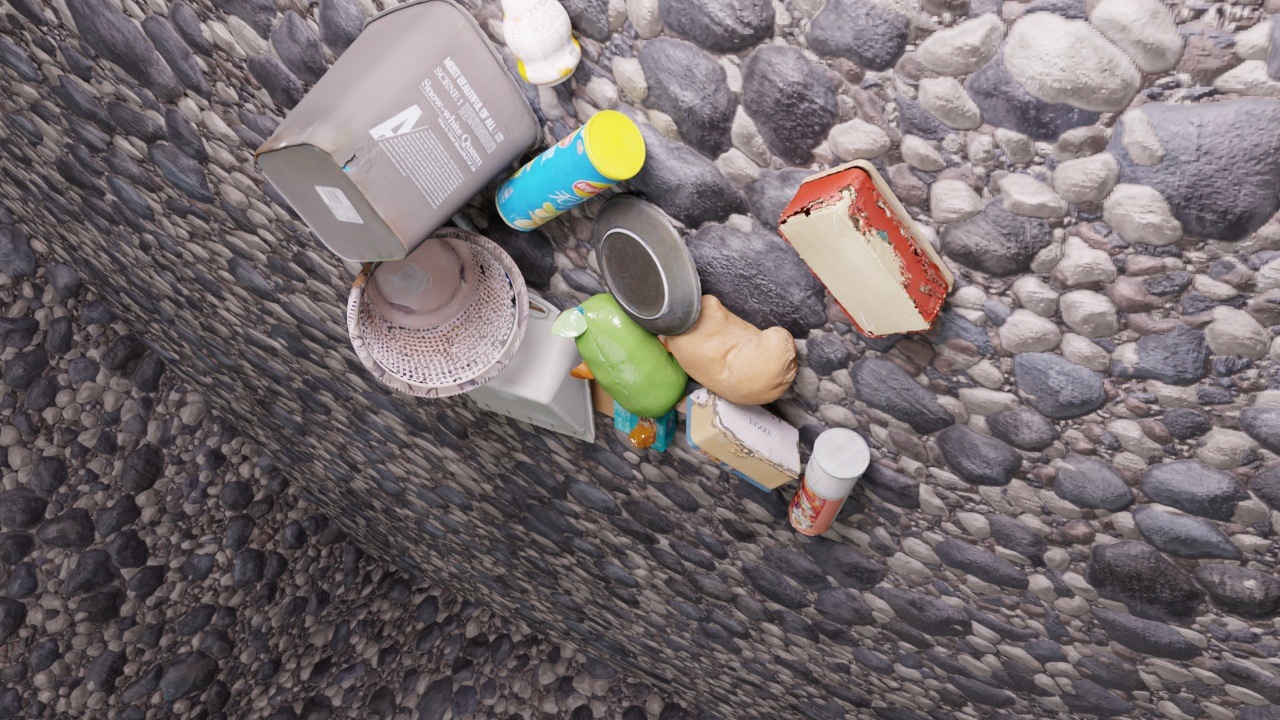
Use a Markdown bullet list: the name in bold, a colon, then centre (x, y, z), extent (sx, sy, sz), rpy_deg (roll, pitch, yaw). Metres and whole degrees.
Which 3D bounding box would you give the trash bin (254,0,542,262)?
- **trash bin**: centre (-0.259, -0.234, 0.975), extent (0.199, 0.219, 0.199), rpy_deg (3, 139, 42)

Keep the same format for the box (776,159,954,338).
- **box**: centre (0.211, -0.095, 0.861), extent (0.168, 0.080, 0.091), rpy_deg (45, 151, -24)

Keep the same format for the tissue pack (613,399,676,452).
- **tissue pack**: centre (0.007, 0.075, 1.373), extent (0.093, 0.050, 0.134), rpy_deg (26, 151, 16)

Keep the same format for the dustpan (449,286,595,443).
- **dustpan**: centre (-0.172, 0.002, 1.397), extent (0.223, 0.142, 0.258), rpy_deg (16, 166, 15)

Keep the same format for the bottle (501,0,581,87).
- **bottle**: centre (-0.097, -0.311, 0.848), extent (0.063, 0.063, 0.108), rpy_deg (15, 148, 31)

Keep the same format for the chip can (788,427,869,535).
- **chip can**: centre (0.253, 0.171, 1.253), extent (0.071, 0.071, 0.215), rpy_deg (26, 152, 13)

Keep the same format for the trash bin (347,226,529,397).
- **trash bin**: centre (-0.283, -0.089, 1.229), extent (0.227, 0.227, 0.192), rpy_deg (51, 177, -31)

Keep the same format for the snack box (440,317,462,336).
- **snack box**: centre (-0.261, -0.033, 1.474), extent (0.156, 0.026, 0.086), rpy_deg (39, 160, 1)

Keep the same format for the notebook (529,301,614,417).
- **notebook**: centre (-0.094, 0.004, 1.394), extent (0.149, 0.012, 0.212), rpy_deg (23, 147, 15)

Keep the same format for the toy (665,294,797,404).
- **toy**: centre (0.083, -0.028, 1.109), extent (0.226, 0.082, 0.144), rpy_deg (30, 137, 11)

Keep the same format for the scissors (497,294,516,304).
- **scissors**: centre (-0.198, -0.039, 1.395), extent (0.146, 0.014, 0.172), rpy_deg (19, 134, 3)

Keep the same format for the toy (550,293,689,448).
- **toy**: centre (-0.007, 0.007, 1.238), extent (0.228, 0.089, 0.247), rpy_deg (-18, 119, 34)

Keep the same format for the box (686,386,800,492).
- **box**: centre (0.141, 0.102, 1.202), extent (0.061, 0.089, 0.184), rpy_deg (-30, 128, 35)

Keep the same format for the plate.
- **plate**: centre (-0.002, -0.103, 1.059), extent (0.179, 0.024, 0.180), rpy_deg (37, 144, 32)

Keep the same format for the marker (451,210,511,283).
- **marker**: centre (-0.220, -0.163, 1.261), extent (0.017, 0.016, 0.146), rpy_deg (-3, 136, 48)

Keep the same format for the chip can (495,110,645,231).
- **chip can**: centre (-0.083, -0.201, 1.000), extent (0.071, 0.071, 0.211), rpy_deg (44, 150, -21)
